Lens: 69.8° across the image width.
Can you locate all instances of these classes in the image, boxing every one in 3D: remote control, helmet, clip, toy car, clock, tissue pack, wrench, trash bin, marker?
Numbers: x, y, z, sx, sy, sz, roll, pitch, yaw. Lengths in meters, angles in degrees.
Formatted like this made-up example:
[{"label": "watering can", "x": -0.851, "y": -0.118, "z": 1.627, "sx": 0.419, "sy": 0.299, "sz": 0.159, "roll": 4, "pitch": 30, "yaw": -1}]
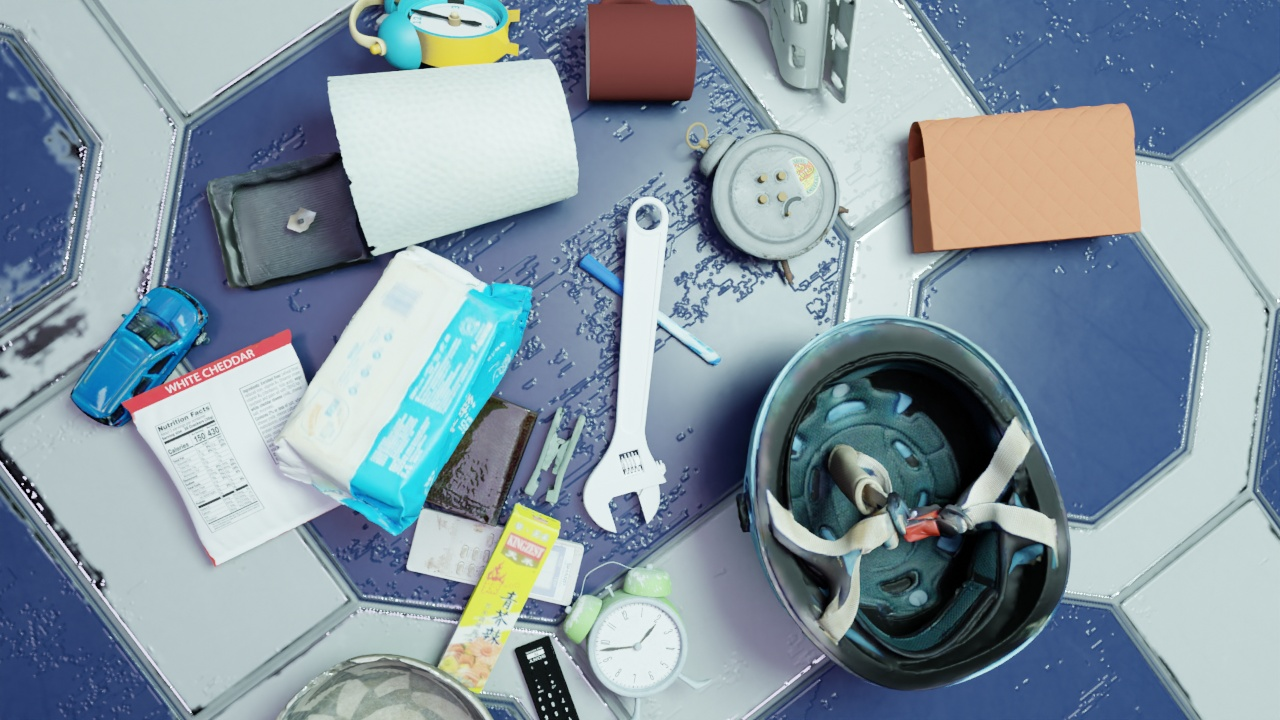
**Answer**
[{"label": "remote control", "x": -0.065, "y": 0.295, "z": 0.747, "sx": 0.030, "sy": 0.009, "sz": 0.140, "roll": -20, "pitch": 91, "yaw": -5}, {"label": "helmet", "x": 0.178, "y": 0.099, "z": 0.691, "sx": 0.225, "sy": 0.167, "sz": 0.265, "roll": -14, "pitch": 92, "yaw": -7}, {"label": "clip", "x": 0.123, "y": -0.284, "z": 0.726, "sx": 0.075, "sy": 0.125, "sz": 0.144, "roll": -31, "pitch": 67, "yaw": -9}, {"label": "toy car", "x": -0.387, "y": -0.003, "z": 0.709, "sx": 0.056, "sy": 0.043, "sz": 0.120, "roll": 37, "pitch": 86, "yaw": -3}, {"label": "clock", "x": -0.007, "y": 0.219, "z": 0.737, "sx": 0.094, "sy": 0.042, "sz": 0.119, "roll": -26, "pitch": 91, "yaw": -6}, {"label": "tissue pack", "x": -0.174, "y": 0.015, "z": 0.692, "sx": 0.117, "sy": 0.066, "sz": 0.209, "roll": 26, "pitch": 77, "yaw": 8}, {"label": "wrench", "x": -0.004, "y": 0.004, "z": 0.746, "sx": 0.066, "sy": 0.018, "sz": 0.273, "roll": 5, "pitch": 92, "yaw": -4}, {"label": "clock", "x": -0.160, "y": -0.262, "z": 0.716, "sx": 0.129, "sy": 0.044, "sz": 0.099, "roll": 2, "pitch": 47, "yaw": -9}, {"label": "trash bin", "x": -0.138, "y": -0.161, "z": 0.695, "sx": 0.161, "sy": 0.133, "sz": 0.133, "roll": -14, "pitch": 90, "yaw": -10}, {"label": "clip", "x": -0.068, "y": 0.077, "z": 0.745, "sx": 0.045, "sy": 0.023, "sz": 0.076, "roll": 20, "pitch": 89, "yaw": -6}, {"label": "clock", "x": 0.096, "y": -0.141, "z": 0.746, "sx": 0.148, "sy": 0.056, "sz": 0.104, "roll": 39, "pitch": 86, "yaw": -5}, {"label": "marker", "x": 0.009, "y": -0.041, "z": 0.759, "sx": 0.142, "sy": 0.013, "sz": 0.013, "roll": 37, "pitch": 86, "yaw": -4}, {"label": "remote control", "x": -0.117, "y": 0.159, "z": 0.744, "sx": 0.136, "sy": 0.011, "sz": 0.050, "roll": 14, "pitch": 88, "yaw": -4}]

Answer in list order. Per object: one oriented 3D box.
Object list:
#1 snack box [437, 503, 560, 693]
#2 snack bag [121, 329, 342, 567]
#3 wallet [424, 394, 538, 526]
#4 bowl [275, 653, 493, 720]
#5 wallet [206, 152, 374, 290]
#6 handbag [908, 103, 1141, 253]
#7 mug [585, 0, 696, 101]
[{"label": "snack box", "x": -0.112, "y": 0.187, "z": 0.724, "sx": 0.040, "sy": 0.029, "sz": 0.148, "roll": 25, "pitch": 96, "yaw": -6}, {"label": "snack bag", "x": -0.303, "y": 0.068, "z": 0.712, "sx": 0.130, "sy": 0.039, "sz": 0.144, "roll": -26, "pitch": 100, "yaw": -13}, {"label": "wallet", "x": -0.154, "y": 0.066, "z": 0.736, "sx": 0.120, "sy": 0.031, "sz": 0.099, "roll": 21, "pitch": 85, "yaw": -2}, {"label": "bowl", "x": -0.192, "y": 0.305, "z": 0.700, "sx": 0.178, "sy": 0.081, "sz": 0.178, "roll": 0, "pitch": 90, "yaw": -5}, {"label": "wallet", "x": -0.274, "y": -0.108, "z": 0.725, "sx": 0.115, "sy": 0.026, "sz": 0.089, "roll": -12, "pitch": 91, "yaw": 4}, {"label": "handbag", "x": 0.313, "y": -0.151, "z": 0.761, "sx": 0.172, "sy": 0.060, "sz": 0.109, "roll": -5, "pitch": 95, "yaw": -2}, {"label": "mug", "x": -0.002, "y": -0.258, "z": 0.739, "sx": 0.082, "sy": 0.073, "sz": 0.105, "roll": -1, "pitch": 59, "yaw": -5}]
